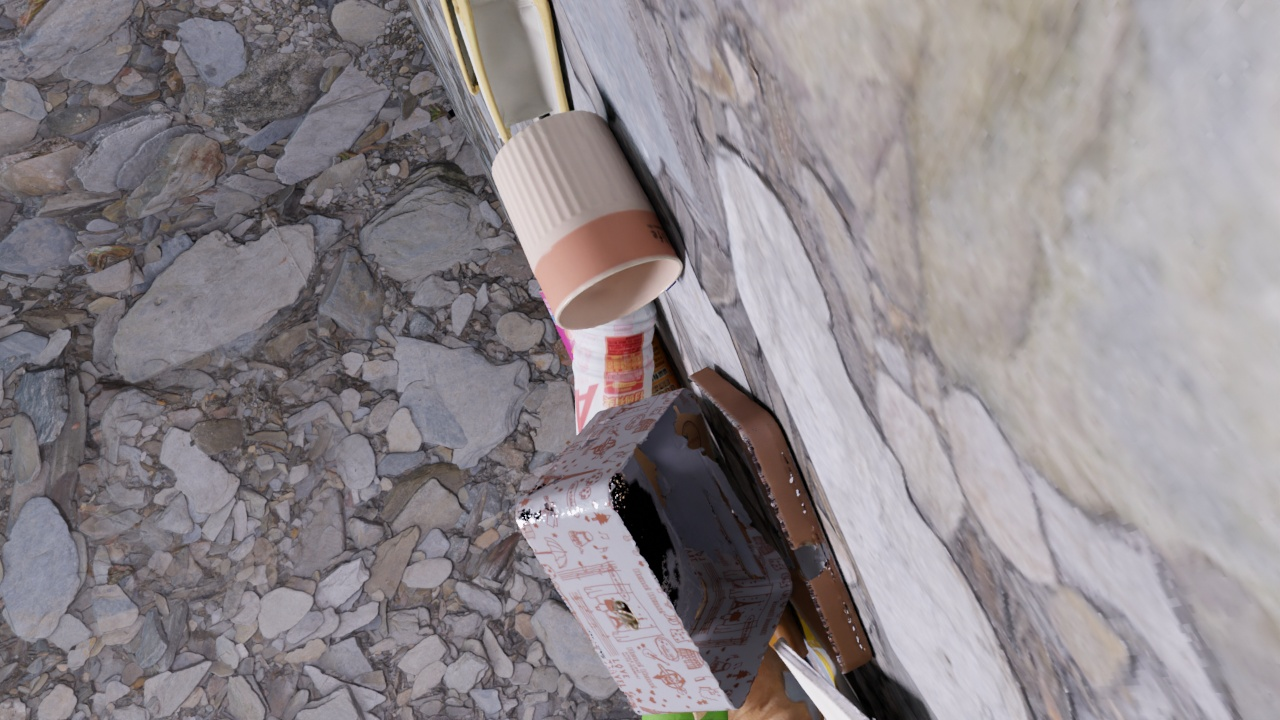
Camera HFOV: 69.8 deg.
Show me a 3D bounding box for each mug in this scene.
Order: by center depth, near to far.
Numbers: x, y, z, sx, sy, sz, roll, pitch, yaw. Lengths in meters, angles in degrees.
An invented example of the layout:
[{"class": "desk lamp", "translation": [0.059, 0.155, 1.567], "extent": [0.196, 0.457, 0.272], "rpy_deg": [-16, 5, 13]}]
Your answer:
[{"class": "mug", "translation": [-0.036, -0.078, 0.566], "extent": [0.106, 0.081, 0.115], "rpy_deg": [65, 164, 14]}]

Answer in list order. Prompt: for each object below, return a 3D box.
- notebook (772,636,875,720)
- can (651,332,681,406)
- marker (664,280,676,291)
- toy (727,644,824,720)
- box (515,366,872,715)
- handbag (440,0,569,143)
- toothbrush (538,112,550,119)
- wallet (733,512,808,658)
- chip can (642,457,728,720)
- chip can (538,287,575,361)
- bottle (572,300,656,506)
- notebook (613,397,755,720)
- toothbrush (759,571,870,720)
[{"class": "notebook", "translation": [0.153, 0.256, 0.575], "extent": [0.150, 0.012, 0.209], "rpy_deg": [53, 173, 3]}, {"class": "can", "translation": [-0.005, 0.005, 0.809], "extent": [0.146, 0.058, 0.058], "rpy_deg": [65, 175, -5]}, {"class": "marker", "translation": [-0.012, -0.097, 0.628], "extent": [0.145, 0.017, 0.017], "rpy_deg": [59, 173, 41]}, {"class": "toy", "translation": [0.067, 0.302, 0.872], "extent": [0.226, 0.143, 0.083], "rpy_deg": [27, 120, 13]}, {"class": "box", "translation": [0.057, 0.110, 0.576], "extent": [0.182, 0.169, 0.150], "rpy_deg": [61, -142, -16]}, {"class": "handbag", "translation": [-0.113, -0.260, 0.638], "extent": [0.163, 0.063, 0.178], "rpy_deg": [86, 161, -72]}, {"class": "toothbrush", "translation": [-0.059, -0.155, 0.744], "extent": [0.026, 0.027, 0.212], "rpy_deg": [-11, -109, -55]}, {"class": "wallet", "translation": [0.101, 0.199, 0.831], "extent": [0.119, 0.035, 0.130], "rpy_deg": [133, 112, -85]}, {"class": "chip can", "translation": [0.036, 0.191, 0.751], "extent": [0.072, 0.072, 0.235], "rpy_deg": [74, -165, -63]}, {"class": "chip can", "translation": [-0.049, -0.006, 1.122], "extent": [0.210, 0.071, 0.071], "rpy_deg": [66, 175, -15]}, {"class": "bottle", "translation": [-0.022, 0.040, 0.759], "extent": [0.068, 0.068, 0.197], "rpy_deg": [-126, 33, -62]}, {"class": "notebook", "translation": [0.041, 0.143, 0.705], "extent": [0.147, 0.008, 0.207], "rpy_deg": [-22, -86, -60]}, {"class": "toothbrush", "translation": [0.133, 0.221, 0.704], "extent": [0.191, 0.018, 0.016], "rpy_deg": [60, 175, 42]}]
